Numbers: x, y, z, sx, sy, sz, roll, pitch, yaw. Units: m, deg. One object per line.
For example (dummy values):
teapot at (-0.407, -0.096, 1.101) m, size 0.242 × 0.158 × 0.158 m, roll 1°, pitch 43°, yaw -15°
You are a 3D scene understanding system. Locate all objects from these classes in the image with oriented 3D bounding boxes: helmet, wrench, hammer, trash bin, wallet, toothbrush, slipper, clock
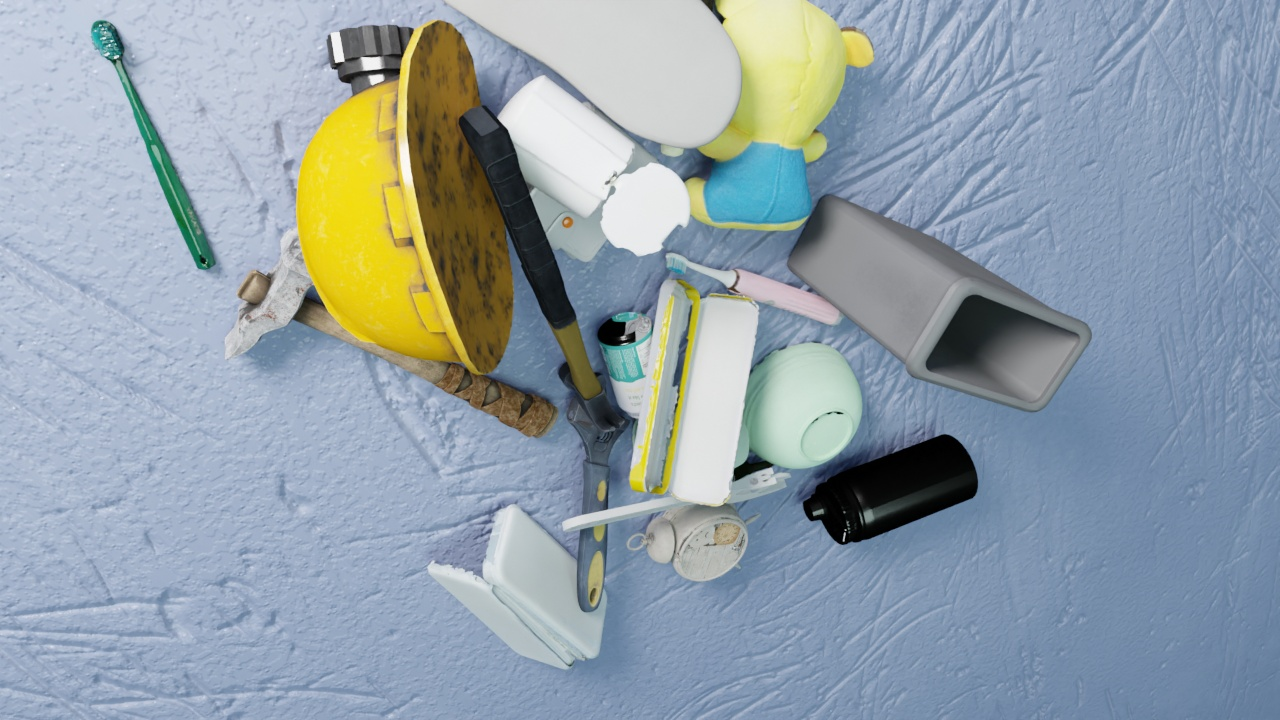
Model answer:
helmet at (-0.186, -0.110, 0.684) m, size 0.131 × 0.205 × 0.255 m, roll -6°, pitch 98°, yaw 7°
wrench at (-0.048, 0.143, 0.959) m, size 0.073 × 0.022 × 0.274 m, roll -10°, pitch 113°, yaw -38°
hammer at (-0.203, 0.002, 0.821) m, size 0.318 × 0.049 × 0.122 m, roll 29°, pitch 107°, yaw -37°
trash bin at (0.279, -0.060, 0.887) m, size 0.191 × 0.219 × 0.098 m, roll 14°, pitch 112°, yaw -31°
wallet at (-0.040, -0.145, 0.808) m, size 0.115 × 0.037 × 0.118 m, roll 33°, pitch 99°, yaw -35°
hammer at (-0.074, -0.056, 0.754) m, size 0.025 × 0.118 × 0.333 m, roll -30°, pitch 139°, yaw -11°
toothbrush at (0.117, -0.073, 0.928) m, size 0.222 × 0.026 × 0.027 m, roll 14°, pitch 155°, yaw -30°
toothbrush at (-0.355, -0.151, 0.673) m, size 0.016 × 0.017 × 0.190 m, roll -18°, pitch 125°, yaw -13°
slipper at (-0.043, -0.264, 0.718) m, size 0.265 × 0.080 × 0.113 m, roll 25°, pitch 104°, yaw -15°
wrench at (0.042, 0.151, 0.980) m, size 0.272 × 0.018 × 0.087 m, roll -8°, pitch 162°, yaw -24°
clock at (0.057, 0.207, 1.050) m, size 0.156 × 0.061 × 0.103 m, roll 2°, pitch 118°, yaw -28°

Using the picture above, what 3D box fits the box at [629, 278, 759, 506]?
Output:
box at (0.048, 0.031, 0.889) m, size 0.117 × 0.057 × 0.209 m, roll 13°, pitch 82°, yaw -25°

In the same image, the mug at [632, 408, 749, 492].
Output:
mug at (0.052, 0.099, 0.975) m, size 0.104 × 0.084 × 0.111 m, roll -10°, pitch 139°, yaw -24°

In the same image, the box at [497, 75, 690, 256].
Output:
box at (-0.039, -0.148, 0.723) m, size 0.166 × 0.092 × 0.083 m, roll 33°, pitch 91°, yaw -16°

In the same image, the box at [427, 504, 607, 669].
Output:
box at (-0.142, 0.258, 0.999) m, size 0.127 × 0.106 × 0.215 m, roll -19°, pitch 130°, yaw 23°

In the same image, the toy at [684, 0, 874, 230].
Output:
toy at (0.118, -0.212, 0.809) m, size 0.148 × 0.084 × 0.214 m, roll -2°, pitch 123°, yaw -25°

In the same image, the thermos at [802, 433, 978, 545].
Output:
thermos at (0.299, 0.161, 1.115) m, size 0.198 × 0.086 × 0.086 m, roll -18°, pitch 125°, yaw -14°

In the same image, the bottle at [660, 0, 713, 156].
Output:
bottle at (0.034, -0.261, 0.763) m, size 0.045 × 0.045 × 0.185 m, roll -8°, pitch 122°, yaw -20°

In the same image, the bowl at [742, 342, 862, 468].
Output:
bowl at (0.184, 0.062, 1.010) m, size 0.150 × 0.077 × 0.151 m, roll -12°, pitch 124°, yaw -19°

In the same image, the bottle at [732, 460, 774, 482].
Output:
bottle at (0.105, 0.128, 1.046) m, size 0.106 × 0.025 × 0.025 m, roll -12°, pitch 123°, yaw -18°

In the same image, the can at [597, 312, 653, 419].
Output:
can at (-0.005, 0.005, 0.902) m, size 0.055 × 0.055 × 0.102 m, roll -23°, pitch 126°, yaw -10°
